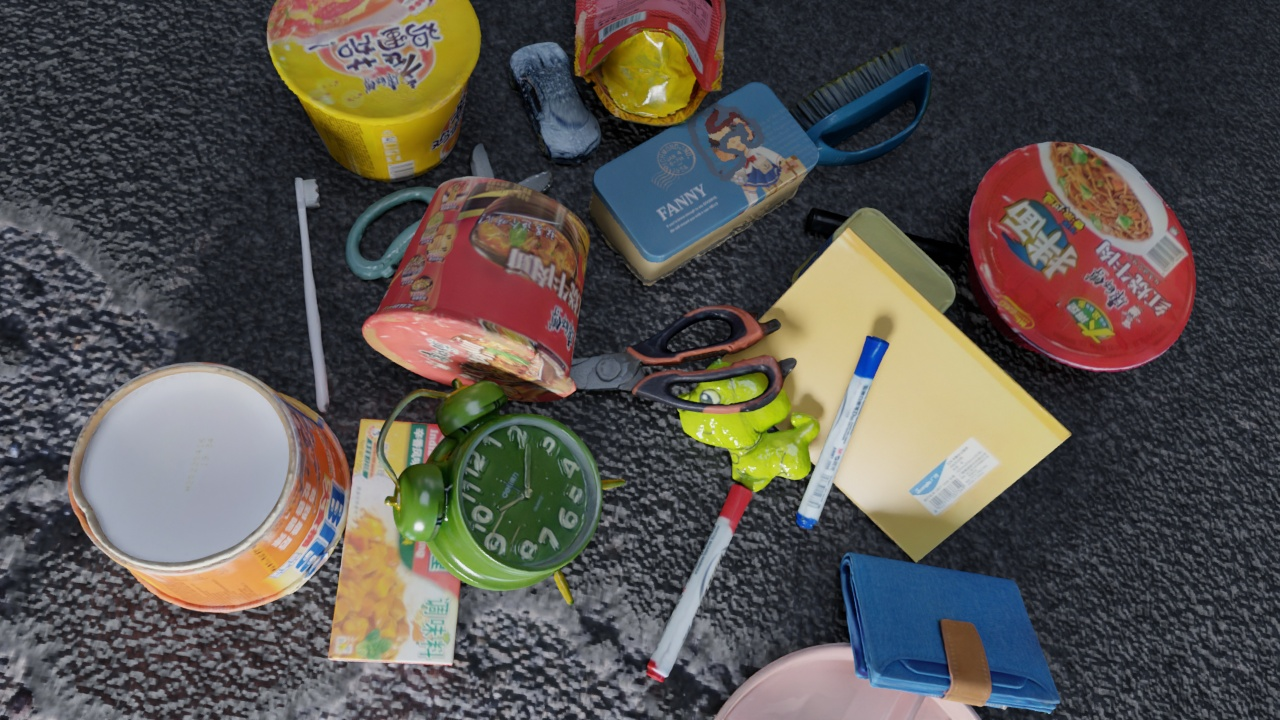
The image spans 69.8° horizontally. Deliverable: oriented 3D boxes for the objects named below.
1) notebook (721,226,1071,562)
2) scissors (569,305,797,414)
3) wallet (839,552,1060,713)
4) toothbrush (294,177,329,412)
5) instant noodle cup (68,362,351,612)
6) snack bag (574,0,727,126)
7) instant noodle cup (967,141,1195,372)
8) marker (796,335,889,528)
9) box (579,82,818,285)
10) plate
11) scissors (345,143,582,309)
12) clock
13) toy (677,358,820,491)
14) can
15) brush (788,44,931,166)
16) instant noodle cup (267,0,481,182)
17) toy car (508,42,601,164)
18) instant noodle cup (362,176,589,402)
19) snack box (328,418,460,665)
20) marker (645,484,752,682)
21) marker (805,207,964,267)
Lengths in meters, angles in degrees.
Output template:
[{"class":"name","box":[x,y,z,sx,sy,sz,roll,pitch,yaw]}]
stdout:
[{"class":"notebook","box":[0.172,0.027,0.653,0.206,0.010,0.146,44,113,6]},{"class":"scissors","box":[-0.007,-0.007,0.656,0.209,0.015,0.182,33,75,16]},{"class":"wallet","box":[0.207,0.185,0.627,0.133,0.040,0.106,11,40,-8]},{"class":"toothbrush","box":[-0.231,-0.050,0.654,0.016,0.016,0.180,-5,73,-18]},{"class":"instant noodle cup","box":[-0.260,0.074,0.558,0.151,0.112,0.151,3,72,-9]},{"class":"snack bag","box":[0.008,-0.273,0.724,0.128,0.073,0.207,3,47,-2]},{"class":"instant noodle cup","box":[0.339,-0.076,0.737,0.193,0.066,0.193,3,73,-9]},{"class":"marker","box":[0.141,0.052,0.648,0.017,0.017,0.146,18,103,-4]},{"class":"box","box":[0.042,-0.133,0.704,0.184,0.064,0.090,-35,81,-20]},{"class":"plate","box":[0.137,0.304,0.600,0.229,0.028,0.229,3,72,-10]},{"class":"scissors","box":[-0.123,-0.076,0.680,0.174,0.019,0.170,-26,77,-17]},{"class":"clock","box":[-0.094,0.080,0.591,0.161,0.056,0.115,34,60,-18]},{"class":"toy","box":[0.079,0.044,0.666,0.097,0.031,0.100,-16,90,6]},{"class":"can","box":[0.174,-0.055,0.691,0.102,0.083,0.057,44,70,5]},{"class":"brush","box":[0.185,-0.202,0.755,0.143,0.055,0.073,-33,80,-18]},{"class":"instant noodle cup","box":[-0.185,-0.203,0.661,0.138,0.110,0.138,3,72,-9]},{"class":"toy car","box":[-0.067,-0.205,0.724,0.049,0.031,0.105,-21,78,-15]},{"class":"instant noodle cup","box":[-0.100,-0.046,0.601,0.138,0.138,0.108,15,71,-5]},{"class":"snack box","box":[-0.155,0.119,0.607,0.077,0.027,0.155,5,72,-10]},{"class":"marker","box":[0.042,0.152,0.637,0.017,0.017,0.145,28,70,0]},{"class":"marker","box":[0.198,-0.100,0.744,0.132,0.020,0.022,13,54,-6]}]
